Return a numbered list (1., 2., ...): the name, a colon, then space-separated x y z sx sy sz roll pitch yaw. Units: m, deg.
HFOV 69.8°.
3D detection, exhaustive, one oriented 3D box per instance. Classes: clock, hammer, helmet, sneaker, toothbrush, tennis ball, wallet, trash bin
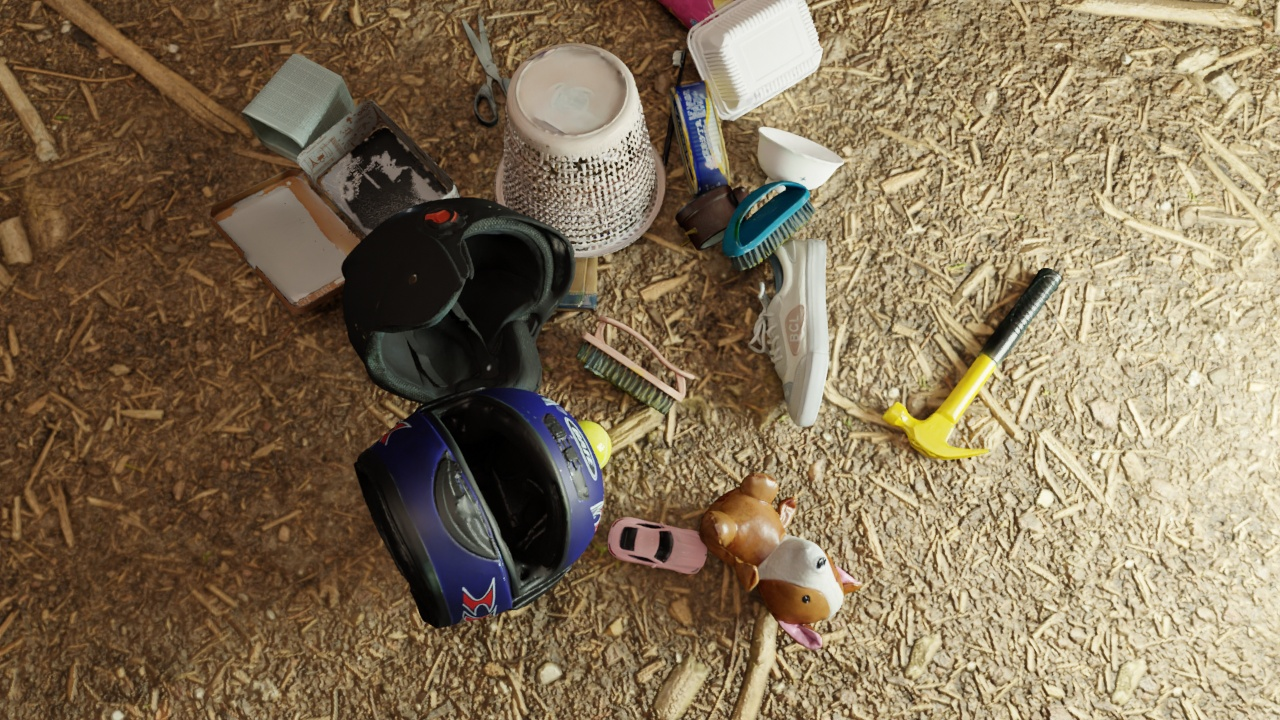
1. clock: 0.103 -0.189 1.185 0.122 0.082 0.055 -28 83 -7
2. hammer: 0.444 0.001 1.171 0.129 0.033 0.300 38 79 7
3. helmet: -0.217 -0.080 1.076 0.274 0.233 0.230 -41 57 -8
4. sneaker: 0.183 -0.039 1.147 0.091 0.089 0.242 3 76 2
5. toothbrush: 0.043 -0.345 1.255 0.018 0.016 0.181 6 76 6
6. tennis ball: -0.068 0.106 1.119 0.065 0.065 0.065 0 76 -1
7. helmet: -0.158 0.143 0.982 0.240 0.316 0.247 -27 85 -20
8. wallet: -0.098 -0.121 1.191 0.090 0.033 0.115 3 73 0
9. trash bin: -0.079 -0.268 1.128 0.227 0.192 0.227 0 67 0

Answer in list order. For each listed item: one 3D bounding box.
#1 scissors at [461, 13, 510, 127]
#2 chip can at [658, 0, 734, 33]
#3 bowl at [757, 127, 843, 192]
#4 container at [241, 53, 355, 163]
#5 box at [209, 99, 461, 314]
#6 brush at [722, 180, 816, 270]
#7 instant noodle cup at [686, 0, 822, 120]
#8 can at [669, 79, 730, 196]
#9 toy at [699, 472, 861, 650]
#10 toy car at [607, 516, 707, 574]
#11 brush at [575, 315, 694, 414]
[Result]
1. scissors: -0.201 -0.401 1.267 0.156 0.014 0.168 19 74 5
2. chip can: 0.050 -0.521 1.268 0.071 0.071 0.210 -43 81 -10
3. bowl: 0.199 -0.254 1.204 0.118 0.118 0.065 23 116 4
4. container: -0.442 -0.327 1.205 0.090 0.090 0.111 28 74 5
5. box: -0.381 -0.188 1.161 0.260 0.105 0.178 -44 81 -11
6. brush: 0.155 -0.177 1.143 0.143 0.055 0.073 -42 120 -19
7. instant noodle cup: 0.163 -0.413 1.216 0.173 0.060 0.138 -33 116 -10
8. can: 0.078 -0.292 1.209 0.049 0.074 0.148 -13 88 -3
9. toy: 0.165 0.229 1.072 0.139 0.131 0.199 -38 87 -30
10. toy car: 0.021 0.223 1.108 0.122 0.037 0.056 11 78 0
11. brush: -0.007 0.007 1.145 0.145 0.063 0.073 32 88 6
